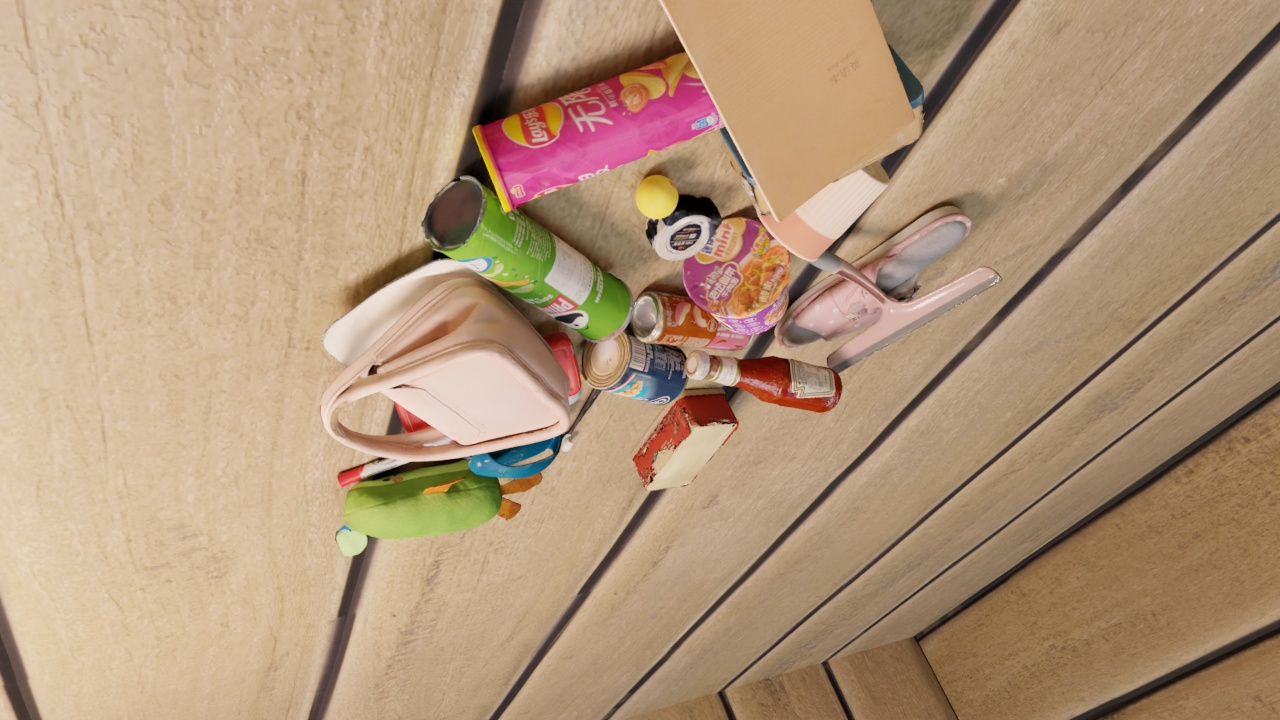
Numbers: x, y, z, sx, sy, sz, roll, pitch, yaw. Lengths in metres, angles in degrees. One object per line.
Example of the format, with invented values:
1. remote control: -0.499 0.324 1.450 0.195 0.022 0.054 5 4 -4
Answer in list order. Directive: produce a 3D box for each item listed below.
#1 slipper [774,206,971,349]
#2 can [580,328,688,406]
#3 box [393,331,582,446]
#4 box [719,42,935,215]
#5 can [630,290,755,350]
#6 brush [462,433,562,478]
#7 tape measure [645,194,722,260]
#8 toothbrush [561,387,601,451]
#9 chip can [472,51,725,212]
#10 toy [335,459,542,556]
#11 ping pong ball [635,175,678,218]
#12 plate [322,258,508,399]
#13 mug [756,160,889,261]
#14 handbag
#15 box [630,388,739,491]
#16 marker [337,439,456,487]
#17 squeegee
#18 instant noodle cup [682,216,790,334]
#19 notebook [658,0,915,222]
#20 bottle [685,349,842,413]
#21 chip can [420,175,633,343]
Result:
1. slipper: 0.286 -0.087 1.125 0.275 0.054 0.114 -36 147 22
2. can: -0.006 0.006 1.057 0.075 0.075 0.111 -40 145 26
3. box: -0.169 0.032 1.027 0.201 0.098 0.119 -17 117 -8
4. box: 0.168 -0.211 0.824 0.184 0.089 0.060 -30 148 6
5. can: 0.061 -0.044 1.040 0.147 0.058 0.058 4 140 -38
6. brush: -0.144 0.105 1.091 0.143 0.073 0.055 -16 144 -51
7. tape measure: 0.039 -0.132 0.912 0.065 0.033 0.066 4 138 -35
8. toothbrush: -0.067 0.060 1.160 0.015 0.018 0.182 1 141 -30
9. chip can: -0.025 -0.190 0.741 0.210 0.071 0.071 -21 149 -3
10. toy: -0.251 0.174 1.140 0.246 0.090 0.228 -4 159 -29
11. ping pong ball: 0.015 -0.153 0.857 0.040 0.040 0.040 -17 149 -11
12. plate: -0.208 -0.034 0.892 0.164 0.034 0.163 -30 145 5
13. mug: 0.168 -0.172 0.904 0.114 0.081 0.106 32 123 -20
14. handbag: -0.201 0.034 0.898 0.234 0.093 0.193 -24 145 12
15. box: 0.061 0.119 1.276 0.091 0.076 0.169 -3 143 -32
16. marker: -0.292 0.119 1.101 0.145 0.017 0.017 -20 149 -5
17. squeegee: 0.222 -0.100 1.030 0.249 0.040 0.248 28 140 -26
18. instant noodle cup: 0.109 -0.081 0.973 0.111 0.111 0.099 -27 156 6
19. notebook: 0.122 -0.234 0.718 0.149 0.012 0.211 -37 123 -2
20. bottle: 0.148 0.022 1.098 0.205 0.059 0.060 11 137 -28
21. chip can: -0.096 -0.088 0.855 0.072 0.072 0.236 -34 147 17
